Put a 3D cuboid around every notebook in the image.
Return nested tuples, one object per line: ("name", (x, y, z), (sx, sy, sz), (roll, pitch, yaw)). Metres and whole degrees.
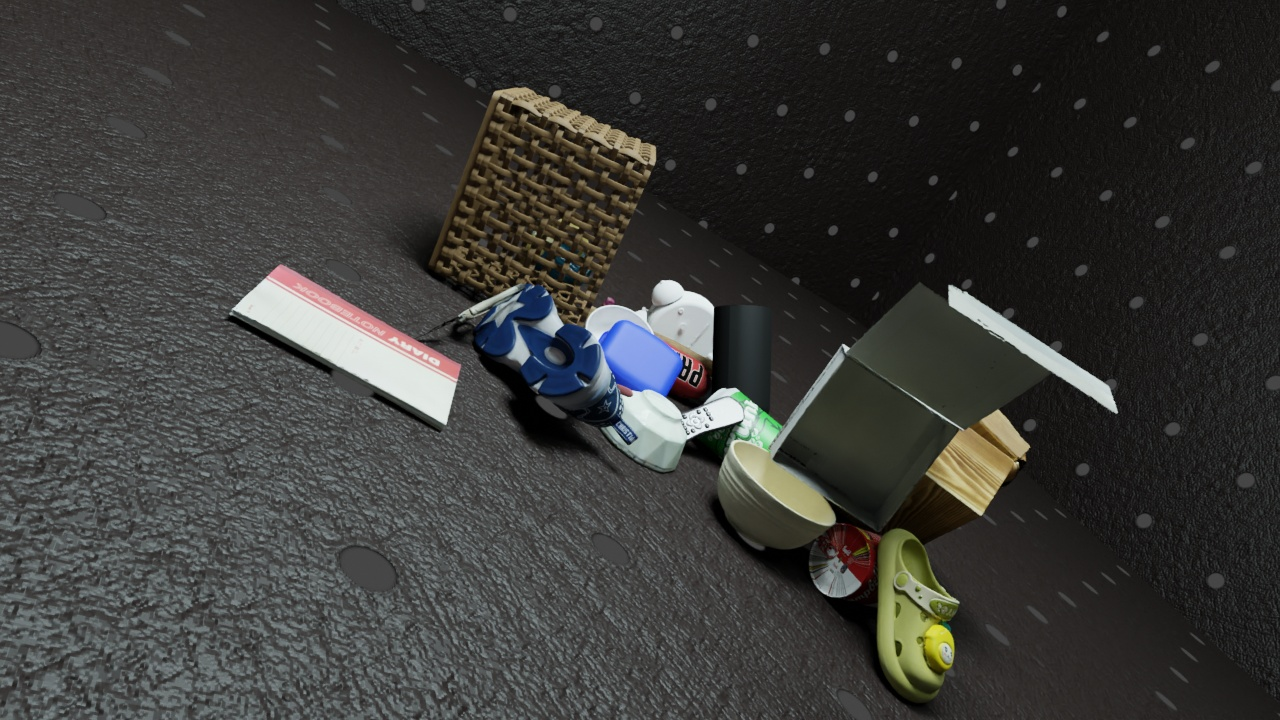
("notebook", (-0.272, -0.017, 0.883), (0.208, 0.012, 0.153), (31, 16, -16))

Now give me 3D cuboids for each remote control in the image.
("remote control", (0.079, 0.078, 1.194), (0.124, 0.009, 0.046), (-18, 56, -20))

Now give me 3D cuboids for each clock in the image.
("clock", (0.067, -0.043, 1.458), (0.161, 0.125, 0.072), (36, 15, -18))

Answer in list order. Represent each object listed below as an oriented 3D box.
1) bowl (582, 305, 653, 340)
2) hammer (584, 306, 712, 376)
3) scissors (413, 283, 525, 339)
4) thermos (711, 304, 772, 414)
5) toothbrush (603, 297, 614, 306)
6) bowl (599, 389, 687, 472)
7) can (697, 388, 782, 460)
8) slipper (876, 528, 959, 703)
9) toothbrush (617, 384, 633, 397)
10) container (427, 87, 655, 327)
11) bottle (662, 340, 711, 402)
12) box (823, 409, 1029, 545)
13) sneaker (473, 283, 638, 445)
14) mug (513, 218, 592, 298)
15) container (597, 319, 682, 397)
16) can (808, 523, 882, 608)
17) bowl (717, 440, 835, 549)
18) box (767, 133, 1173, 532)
("bowl", (-0.036, -0.020, 1.268), (0.104, 0.054, 0.104), (15, 52, -19))
("hammer", (0.054, -0.016, 1.412), (0.305, 0.132, 0.040), (22, 15, -12))
("scissors", (-0.201, -0.050, 1.047), (0.012, 0.162, 0.154), (61, -23, -6))
("thermos", (0.148, 0.023, 1.345), (0.086, 0.198, 0.086), (2, -4, 0))
("toothbrush", (-0.053, -0.072, 1.499), (0.016, 0.016, 0.189), (33, 15, -11))
("bowl", (0.010, 0.075, 1.109), (0.117, 0.061, 0.117), (33, 16, -11))
("can", (0.145, 0.107, 1.246), (0.140, 0.088, 0.087), (41, 16, 20))
("slipper", (0.308, 0.270, 0.992), (0.091, 0.082, 0.190), (30, 49, -34))
("toothbrush", (-0.050, 0.024, 1.113), (0.015, 0.015, 0.184), (31, -5, -29))
("container", (-0.128, -0.212, 1.261), (0.214, 0.252, 0.219), (23, 17, -6))
("bottle", (0.048, 0.014, 1.367), (0.176, 0.062, 0.062), (29, 17, -22))
("box", (0.361, 0.127, 1.270), (0.245, 0.167, 0.280), (41, -23, 11))
("sneaker", (-0.096, 0.006, 1.066), (0.132, 0.103, 0.269), (51, -9, -37))
("mug", (-0.127, -0.163, 1.438), (0.107, 0.114, 0.083), (38, 28, 0))
("container", (-0.007, 0.007, 1.191), (0.114, 0.058, 0.096), (34, 59, -5))
("can", (0.271, 0.247, 1.090), (0.116, 0.087, 0.086), (23, 20, -37))
("bowl", (0.148, 0.170, 1.086), (0.150, 0.075, 0.150), (32, 15, -10))
("box", (0.331, -0.008, 1.002), (0.166, 0.480, 0.118), (33, 37, 1))
